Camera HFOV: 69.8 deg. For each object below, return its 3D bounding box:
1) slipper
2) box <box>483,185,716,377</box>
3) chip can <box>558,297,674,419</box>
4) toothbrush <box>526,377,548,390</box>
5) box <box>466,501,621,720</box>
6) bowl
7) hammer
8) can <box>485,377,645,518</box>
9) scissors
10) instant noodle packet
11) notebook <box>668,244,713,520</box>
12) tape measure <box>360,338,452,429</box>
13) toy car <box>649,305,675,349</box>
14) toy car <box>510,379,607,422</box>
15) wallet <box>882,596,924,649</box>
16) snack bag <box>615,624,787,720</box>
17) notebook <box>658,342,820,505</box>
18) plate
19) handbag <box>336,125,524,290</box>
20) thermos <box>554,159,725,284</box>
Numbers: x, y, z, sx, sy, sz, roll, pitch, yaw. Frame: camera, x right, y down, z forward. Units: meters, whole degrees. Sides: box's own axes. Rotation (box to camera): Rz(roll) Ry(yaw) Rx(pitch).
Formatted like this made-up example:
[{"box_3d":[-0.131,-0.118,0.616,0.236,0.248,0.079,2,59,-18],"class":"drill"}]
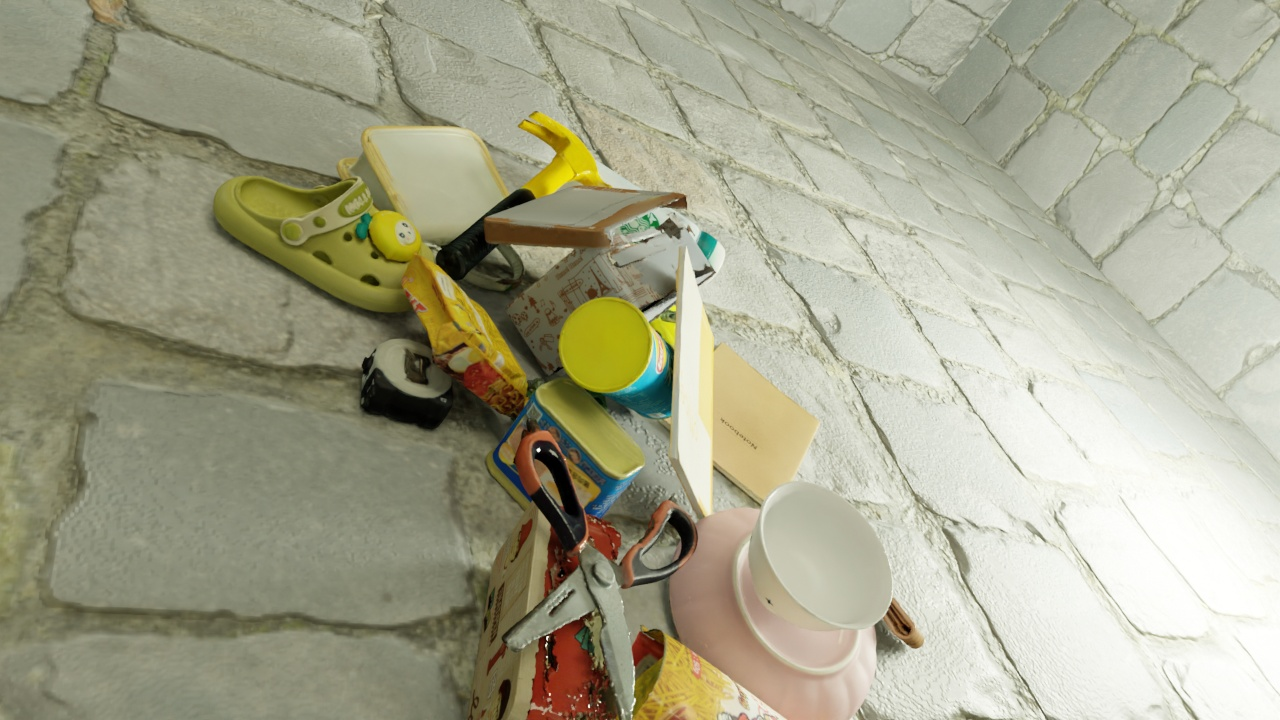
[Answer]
[{"box_3d":[-0.252,-0.109,0.757,0.190,0.082,0.091,25,35,-14],"class":"slipper"},{"box_3d":[-0.045,-0.106,0.861,0.166,0.151,0.181,55,33,4],"class":"box"},{"box_3d":[-0.005,0.005,0.770,0.071,0.071,0.210,47,2,15],"class":"chip can"},{"box_3d":[-0.039,0.019,0.866,0.016,0.014,0.189,29,22,35],"class":"toothbrush"},{"box_3d":[-0.051,0.175,0.570,0.078,0.092,0.168,23,34,-17],"class":"box"},{"box_3d":[0.121,0.157,0.687,0.118,0.065,0.118,19,46,-21],"class":"bowl"},{"box_3d":[-0.117,-0.160,0.921,0.129,0.033,0.299,52,35,-14],"class":"hammer"},{"box_3d":[-0.056,0.076,0.702,0.102,0.083,0.057,45,32,12],"class":"can"},{"box_3d":[-0.022,0.122,0.568,0.188,0.015,0.225,19,34,-40],"class":"scissors"},{"box_3d":[-0.143,-0.021,0.734,0.128,0.044,0.111,53,0,45],"class":"instant noodle packet"},{"box_3d":[0.047,0.025,0.797,0.146,0.010,0.205,66,23,-53],"class":"notebook"},{"box_3d":[-0.180,0.015,0.707,0.065,0.034,0.066,19,36,-31],"class":"tape measure"},{"box_3d":[0.022,-0.047,0.996,0.048,0.032,0.105,3,46,-44],"class":"toy car"},{"box_3d":[-0.068,0.040,0.778,0.091,0.043,0.036,-1,48,-45],"class":"toy car"},{"box_3d":[0.210,0.204,0.823,0.115,0.020,0.101,55,4,29],"class":"wallet"},{"box_3d":[0.067,0.271,0.603,0.208,0.073,0.128,40,30,-11],"class":"snack bag"},{"box_3d":[0.111,0.063,0.962,0.148,0.008,0.207,39,31,4],"class":"notebook"},{"box_3d":[0.114,0.196,0.728,0.192,0.039,0.192,19,45,-20],"class":"plate"},{"box_3d":[-0.190,-0.138,0.890,0.163,0.063,0.178,-20,78,-54],"class":"handbag"},{"box_3d":[-0.002,-0.167,1.097,0.224,0.073,0.073,31,32,-11],"class":"thermos"}]
